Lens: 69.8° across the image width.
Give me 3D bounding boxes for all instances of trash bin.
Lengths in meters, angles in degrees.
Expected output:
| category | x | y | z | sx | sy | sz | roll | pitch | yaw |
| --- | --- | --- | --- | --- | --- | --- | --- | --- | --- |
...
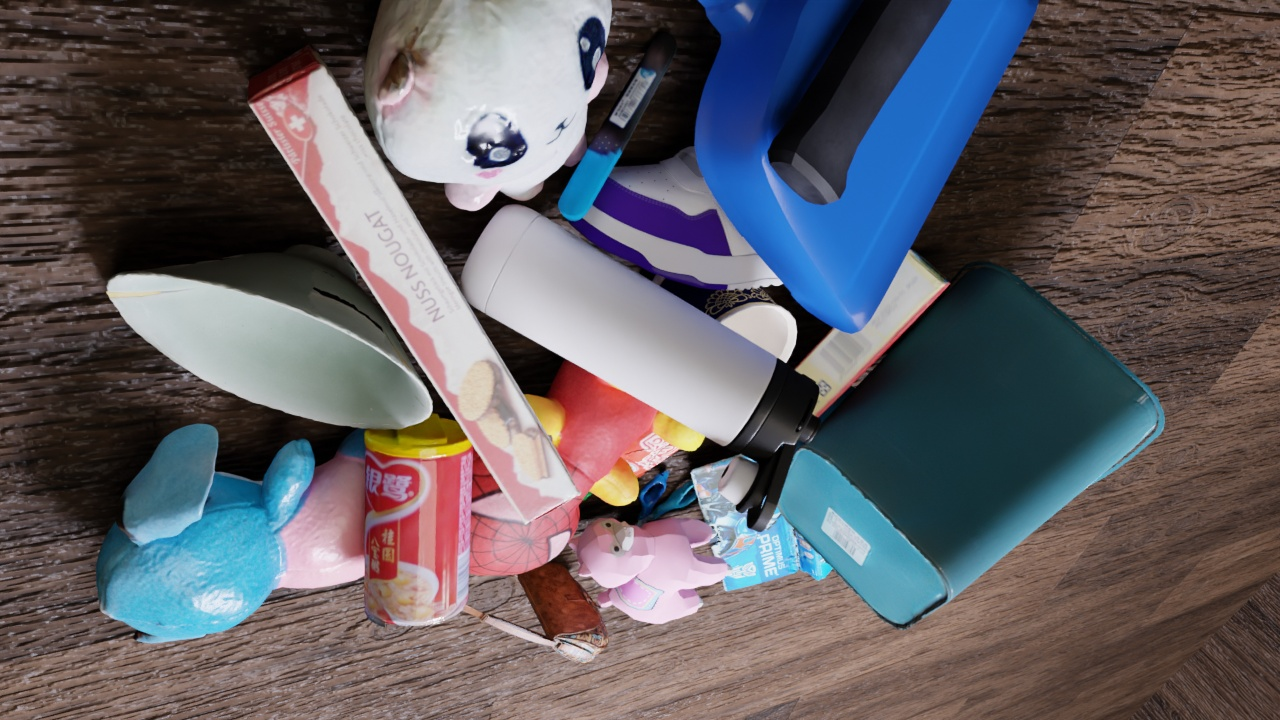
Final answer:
| category | x | y | z | sx | sy | sz | roll | pitch | yaw |
| --- | --- | --- | --- | --- | --- | --- | --- | --- | --- |
| trash bin | 0.244 | 0.078 | 0.740 | 0.218 | 0.199 | 0.197 | -37 | 160 | -19 |

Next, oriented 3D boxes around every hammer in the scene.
| category | x | y | z | sx | sy | sz | roll | pitch | yaw |
| --- | --- | --- | --- | --- | --- | --- | --- | --- | --- |
| hammer | 0.166 | -0.218 | 0.492 | 0.139 | 0.035 | 0.312 | 36 | 82 | -33 |

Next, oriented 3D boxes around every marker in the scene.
| category | x | y | z | sx | sy | sz | roll | pitch | yaw |
| --- | --- | --- | --- | --- | --- | --- | --- | --- | --- |
| marker | -0.012 | -0.135 | 0.532 | 0.123 | 0.018 | 0.015 | -61 | 168 | -3 |

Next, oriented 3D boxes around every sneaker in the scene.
| category | x | y | z | sx | sy | sz | roll | pitch | yaw |
| --- | --- | --- | --- | --- | --- | --- | --- | --- | --- |
| sneaker | 0.075 | -0.113 | 0.590 | 0.243 | 0.092 | 0.111 | 0 | 122 | -31 |

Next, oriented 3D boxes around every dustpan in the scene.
| category | x | y | z | sx | sy | sz | roll | pitch | yaw |
| --- | --- | --- | --- | --- | --- | --- | --- | --- | --- |
| dustpan | 0.089 | -0.182 | 0.505 | 0.257 | 0.059 | 0.245 | 32 | 85 | -37 |

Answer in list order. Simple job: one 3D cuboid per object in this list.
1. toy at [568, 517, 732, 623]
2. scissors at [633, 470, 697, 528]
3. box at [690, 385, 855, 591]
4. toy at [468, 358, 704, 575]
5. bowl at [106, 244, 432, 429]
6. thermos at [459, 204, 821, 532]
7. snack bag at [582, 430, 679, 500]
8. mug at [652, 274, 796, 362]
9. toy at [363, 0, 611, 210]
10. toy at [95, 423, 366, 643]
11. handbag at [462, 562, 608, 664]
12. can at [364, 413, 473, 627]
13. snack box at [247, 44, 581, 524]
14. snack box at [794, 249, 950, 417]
| category | x | y | z | sx | sy | sz | roll | pitch | yaw |
| --- | --- | --- | --- | --- | --- | --- | --- | --- | --- |
| toy | 0.002 | 0.188 | 0.833 | 0.157 | 0.067 | 0.124 | 7 | 133 | -32 |
| scissors | -0.004 | 0.146 | 0.845 | 0.135 | 0.016 | 0.083 | -43 | 143 | 17 |
| box | 0.151 | 0.146 | 0.899 | 0.175 | 0.060 | 0.244 | -30 | 139 | -11 |
| toy | -0.065 | 0.070 | 0.665 | 0.216 | 0.098 | 0.147 | -38 | 127 | 3 |
| bowl | -0.190 | -0.027 | 0.508 | 0.174 | 0.067 | 0.174 | 13 | 155 | 6 |
| thermos | -0.003 | 0.003 | 0.554 | 0.101 | 0.230 | 0.068 | -60 | -178 | -8 |
| snack bag | -0.005 | 0.072 | 0.758 | 0.155 | 0.044 | 0.087 | -36 | 148 | 11 |
| mug | 0.039 | -0.030 | 0.641 | 0.111 | 0.089 | 0.086 | -1 | 129 | -32 |
| toy | -0.070 | -0.139 | 0.471 | 0.138 | 0.101 | 0.179 | -46 | 159 | -5 |
| toy | -0.254 | 0.124 | 0.608 | 0.191 | 0.099 | 0.225 | -14 | 144 | -38 |
| handbag | -0.106 | 0.196 | 0.773 | 0.195 | 0.093 | 0.043 | 31 | 103 | -41 |
| can | -0.142 | 0.101 | 0.588 | 0.066 | 0.067 | 0.124 | -4 | 104 | -31 |
| snack box | -0.116 | -0.029 | 0.495 | 0.044 | 0.076 | 0.273 | -31 | 122 | -6 |
| snack box | 0.177 | -0.022 | 0.723 | 0.143 | 0.040 | 0.144 | -49 | 171 | 16 |
